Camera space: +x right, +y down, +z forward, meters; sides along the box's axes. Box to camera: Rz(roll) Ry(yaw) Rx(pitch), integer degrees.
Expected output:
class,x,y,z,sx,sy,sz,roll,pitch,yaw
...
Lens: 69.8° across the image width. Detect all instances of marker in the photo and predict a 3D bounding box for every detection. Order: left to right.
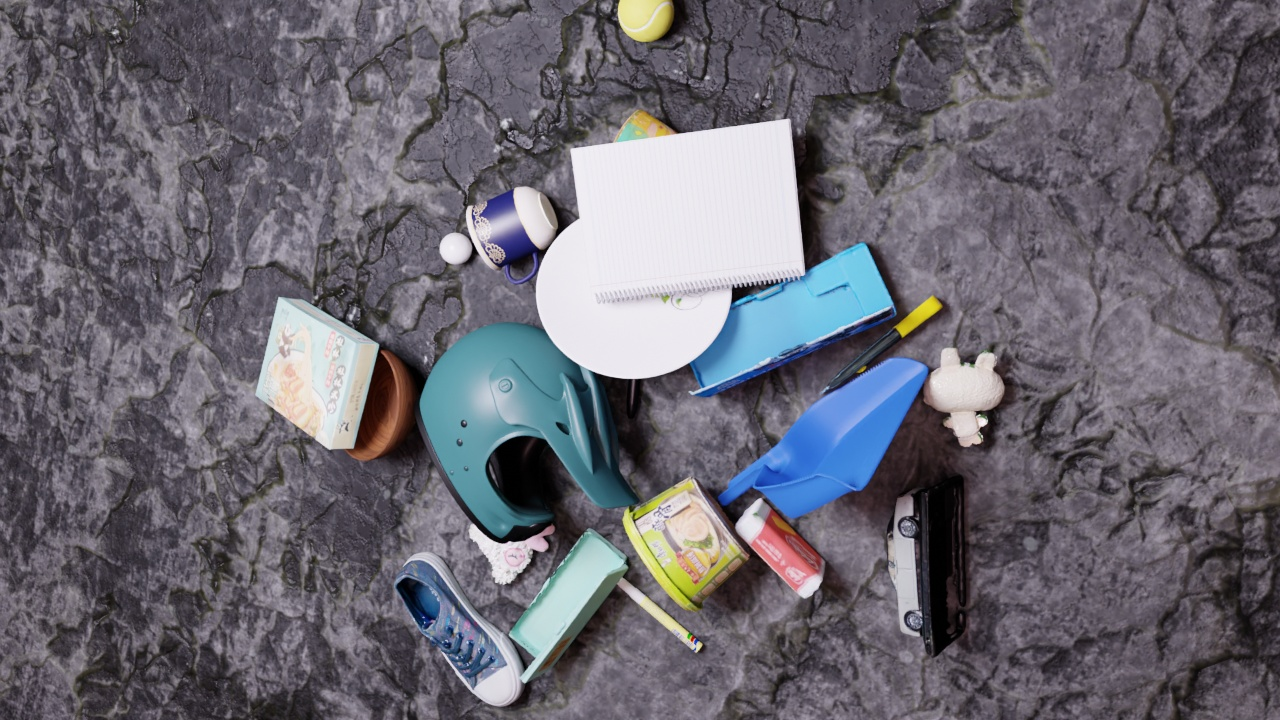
class,x,y,z,sx,sy,sz,roll,pitch,yaw
marker,-0.007,0.007,1.139,0.018,0.015,0.134,12,100,41
marker,0.023,0.321,1.164,0.132,0.014,0.014,39,103,8

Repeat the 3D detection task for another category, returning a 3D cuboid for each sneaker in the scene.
class,x,y,z,sx,sy,sz,roll,pitch,yaw
sneaker,-0.246,0.361,1.202,0.087,0.079,0.235,-40,85,14

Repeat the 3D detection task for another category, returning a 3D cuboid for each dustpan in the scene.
class,x,y,z,sx,sy,sz,roll,pitch,yaw
dustpan,0.182,0.114,1.034,0.059,0.244,0.258,45,133,1

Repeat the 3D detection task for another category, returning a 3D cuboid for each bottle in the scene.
class,x,y,z,sx,sy,sz,roll,pitch,yaw
bottle,0.067,-0.208,1.070,0.210,0.068,0.068,35,103,4

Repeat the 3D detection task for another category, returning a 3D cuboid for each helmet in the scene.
class,x,y,z,sx,sy,sz,roll,pitch,yaw
helmet,-0.128,0.081,1.087,0.200,0.176,0.274,-32,78,16

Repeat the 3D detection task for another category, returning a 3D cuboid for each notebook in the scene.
class,x,y,z,sx,sy,sz,roll,pitch,yaw
notebook,0.054,-0.165,1.037,0.246,0.013,0.178,-6,100,5

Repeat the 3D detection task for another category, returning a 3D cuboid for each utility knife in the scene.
class,x,y,z,sx,sy,sz,roll,pitch,yaw
utility knife,0.274,-0.013,1.060,0.173,0.028,0.020,-40,80,16

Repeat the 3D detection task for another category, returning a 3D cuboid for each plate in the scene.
class,x,y,z,sx,sy,sz,roll,pitch,yaw
plate,-0.008,-0.081,1.089,0.229,0.030,0.229,-1,68,2

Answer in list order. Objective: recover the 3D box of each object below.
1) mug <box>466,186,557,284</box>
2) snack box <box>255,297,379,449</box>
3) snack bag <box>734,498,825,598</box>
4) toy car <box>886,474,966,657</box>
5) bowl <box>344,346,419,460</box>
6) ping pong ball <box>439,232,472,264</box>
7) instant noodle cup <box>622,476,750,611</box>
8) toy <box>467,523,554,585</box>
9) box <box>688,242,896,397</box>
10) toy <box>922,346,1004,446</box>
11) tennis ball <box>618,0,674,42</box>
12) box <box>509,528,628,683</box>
class,x,y,z,sx,sy,sz,roll,pitch,yaw
mug,-0.147,-0.154,1.124,0.089,0.085,0.112,-21,95,13
snack box,-0.423,0.013,1.194,0.194,0.044,0.141,25,103,37
snack bag,0.166,0.220,1.085,0.116,0.077,0.036,44,105,6
toy car,0.324,0.228,1.052,0.071,0.093,0.192,1,98,44
bowl,-0.330,0.055,1.190,0.148,0.068,0.147,-4,84,40
ping pong ball,-0.235,-0.142,1.168,0.040,0.040,0.040,1,96,14
instant noodle cup,0.058,0.210,1.082,0.098,0.146,0.146,-37,86,4
toy,-0.166,0.230,1.191,0.109,0.041,0.095,-35,85,9
box,0.160,-0.040,1.040,0.244,0.115,0.094,-25,90,15
toy,0.363,0.035,1.030,0.087,0.050,0.112,-4,109,9
tennis ball,0.007,-0.405,1.067,0.065,0.065,0.065,1,96,14
box,-0.099,0.312,1.154,0.077,0.092,0.188,38,103,6
